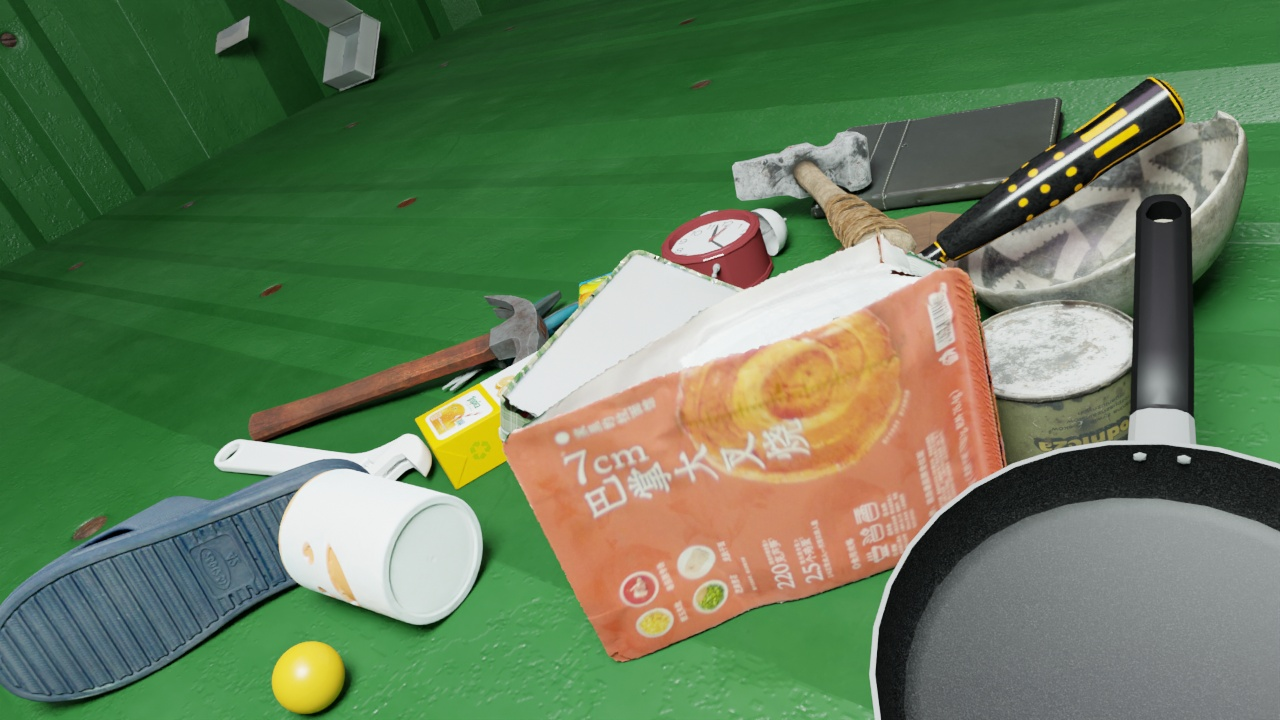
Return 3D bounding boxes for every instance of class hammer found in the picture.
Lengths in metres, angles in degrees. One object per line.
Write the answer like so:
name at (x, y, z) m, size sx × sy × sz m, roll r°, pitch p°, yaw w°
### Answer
hammer at (0.149, -0.125, 0.715) m, size 0.121 × 0.049 × 0.318 m, roll -11°, pitch 21°, yaw 4°
hammer at (-0.222, 0.017, 0.828) m, size 0.301 × 0.028 × 0.110 m, roll -18°, pitch 41°, yaw 13°
hammer at (0.200, -0.071, 0.605) m, size 0.321 × 0.036 × 0.123 m, roll -35°, pitch 19°, yaw 20°

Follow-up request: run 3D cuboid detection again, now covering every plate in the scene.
plate at (0.213, -0.074, 0.714) m, size 0.131 × 0.025 × 0.131 m, roll -16°, pitch 30°, yaw 9°

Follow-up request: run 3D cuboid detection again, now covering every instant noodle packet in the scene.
instant noodle packet at (0.061, 0.056, 0.458) m, size 0.221 × 0.164 × 0.084 m, roll -26°, pitch 31°, yaw -6°

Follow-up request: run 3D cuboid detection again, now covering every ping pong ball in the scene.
ping pong ball at (-0.193, 0.185, 0.535) m, size 0.040 × 0.040 × 0.040 m, roll -16°, pitch 30°, yaw 9°

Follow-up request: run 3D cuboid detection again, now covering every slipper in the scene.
slipper at (-0.313, 0.134, 0.641) m, size 0.263 × 0.101 × 0.082 m, roll -26°, pitch 30°, yaw -15°

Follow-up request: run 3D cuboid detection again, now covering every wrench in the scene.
wrench at (-0.278, 0.087, 0.772) m, size 0.274 × 0.018 × 0.066 m, roll 0°, pitch 45°, yaw 36°

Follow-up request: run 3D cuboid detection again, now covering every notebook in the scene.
notebook at (0.281, -0.193, 0.867) m, size 0.209 × 0.029 × 0.169 m, roll 0°, pitch 38°, yaw 29°

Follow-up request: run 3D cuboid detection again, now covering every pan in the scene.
pan at (0.215, 0.064, 0.380) m, size 0.204 × 0.044 × 0.354 m, roll 2°, pitch 51°, yaw 28°

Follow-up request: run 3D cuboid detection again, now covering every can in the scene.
can at (0.224, 0.022, 0.498) m, size 0.090 × 0.075 × 0.089 m, roll -18°, pitch 29°, yaw 10°

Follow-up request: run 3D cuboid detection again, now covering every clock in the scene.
clock at (0.073, -0.100, 0.825) m, size 0.096 × 0.048 × 0.137 m, roll 5°, pitch 40°, yaw 38°

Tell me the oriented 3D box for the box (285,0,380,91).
box at (-0.841, -0.983, 2.411) m, size 0.167 × 0.513 × 0.172 m, roll -3°, pitch 31°, yaw 39°

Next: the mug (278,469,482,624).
mug at (-0.166, 0.117, 0.587) m, size 0.105 × 0.082 × 0.082 m, roll 5°, pitch 39°, yaw 37°

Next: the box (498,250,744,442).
box at (-0.004, 0.004, 0.669) m, size 0.118 × 0.050 × 0.204 m, roll 23°, pitch 47°, yaw 14°

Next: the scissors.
scissors at (-0.116, -0.020, 0.847) m, size 0.126 × 0.019 × 0.143 m, roll -10°, pitch 37°, yaw 19°

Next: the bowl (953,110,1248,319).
bowl at (0.301, -0.073, 0.590) m, size 0.179 × 0.081 × 0.178 m, roll -34°, pitch 18°, yaw 13°

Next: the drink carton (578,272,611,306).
drink carton at (-0.029, -0.032, 0.789) m, size 0.044 × 0.039 × 0.128 m, roll -18°, pitch 30°, yaw 5°

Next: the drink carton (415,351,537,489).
drink carton at (-0.105, 0.042, 0.715) m, size 0.122 × 0.040 × 0.058 m, roll -30°, pitch 30°, yaw -15°
